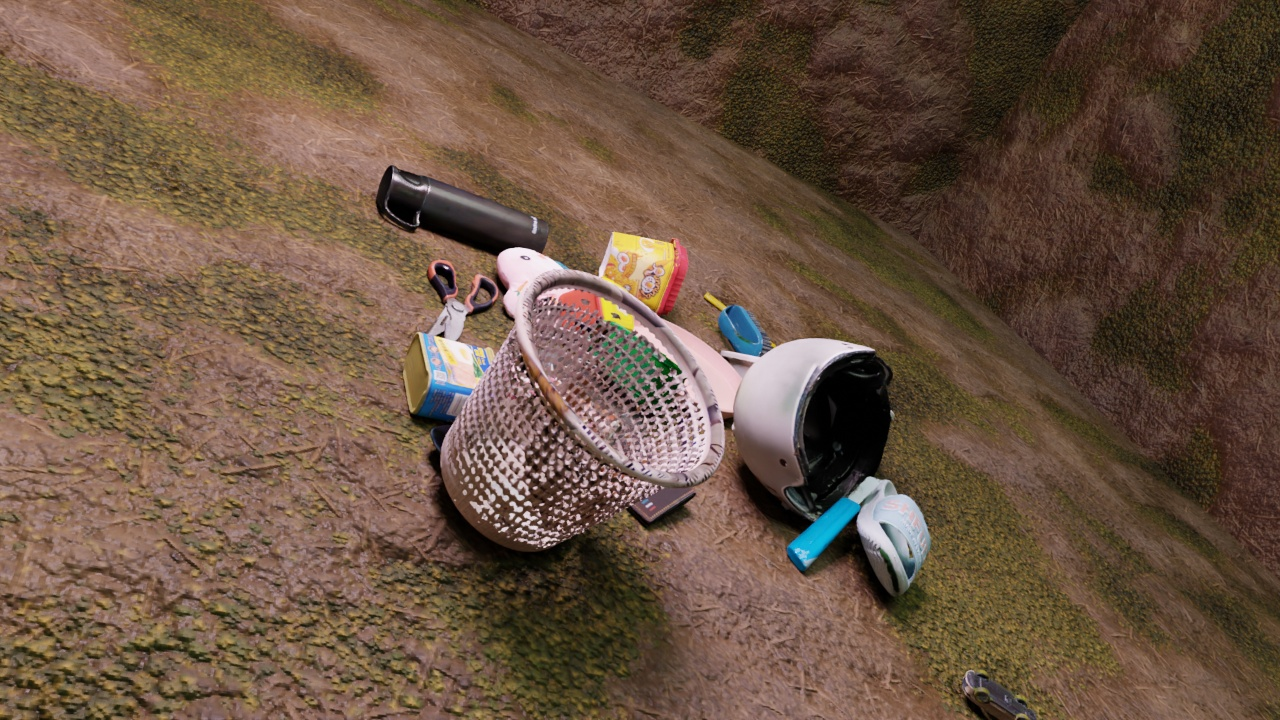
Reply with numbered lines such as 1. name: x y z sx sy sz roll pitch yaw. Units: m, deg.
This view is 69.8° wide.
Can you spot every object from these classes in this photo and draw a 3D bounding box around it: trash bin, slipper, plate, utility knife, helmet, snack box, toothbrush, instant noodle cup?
1. trash bin: -0.068 0.063 0.825 0.227 0.193 0.227 32 33 -24
2. slipper: 0.332 0.218 1.182 0.104 0.074 0.244 66 19 -6
3. plate: 0.059 0.009 1.341 0.229 0.028 0.229 27 23 -13
4. utility knife: 0.248 0.195 1.145 0.034 0.018 0.215 38 43 22
5. plate: -0.064 0.037 1.133 0.179 0.024 0.179 27 24 -14
6. helmet: 0.209 0.076 1.184 0.157 0.230 0.274 24 -9 32
7. snack box: -0.061 -0.066 1.238 0.091 0.080 0.082 17 64 -68
8. toothbrush: 0.196 -0.067 1.682 0.190 0.017 0.015 37 23 8
9. instant noodle cup: 0.002 -0.146 1.482 0.123 0.116 0.116 17 26 -9

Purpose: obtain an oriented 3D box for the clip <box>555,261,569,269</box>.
1. clip: -0.123 -0.136 1.404 0.013 0.038 0.055 22 15 -26

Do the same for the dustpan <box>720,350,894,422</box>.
1. dustpan: 0.268 0.041 1.408 0.222 0.143 0.257 25 26 -18

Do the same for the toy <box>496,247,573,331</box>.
1. toy: -0.144 -0.099 1.269 0.121 0.054 0.159 22 33 -23

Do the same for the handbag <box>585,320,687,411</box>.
1. handbag: -0.007 0.007 1.175 0.120 0.068 0.131 35 2 26

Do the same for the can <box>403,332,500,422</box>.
1. can: -0.196 0.021 0.954 0.083 0.057 0.102 15 28 -30

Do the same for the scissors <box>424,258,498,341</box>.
1. scissors: -0.237 -0.076 1.145 0.204 0.015 0.202 46 26 25

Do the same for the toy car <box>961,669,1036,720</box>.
1. toy car: 0.400 0.385 1.028 0.090 0.035 0.042 35 22 6

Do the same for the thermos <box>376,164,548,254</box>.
1. thermos: -0.254 -0.199 1.319 0.242 0.069 0.089 16 61 -31

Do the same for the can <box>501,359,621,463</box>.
1. can: -0.095 0.053 1.002 0.147 0.058 0.057 30 23 8

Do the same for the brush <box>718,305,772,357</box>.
1. brush: 0.170 -0.048 1.561 0.073 0.055 0.143 21 26 -29

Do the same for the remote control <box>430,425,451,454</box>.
1. remote control: -0.152 0.089 0.915 0.136 0.024 0.053 8 37 -46

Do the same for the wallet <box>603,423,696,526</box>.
1. wallet: -0.007 0.126 1.029 0.122 0.020 0.096 42 33 21
